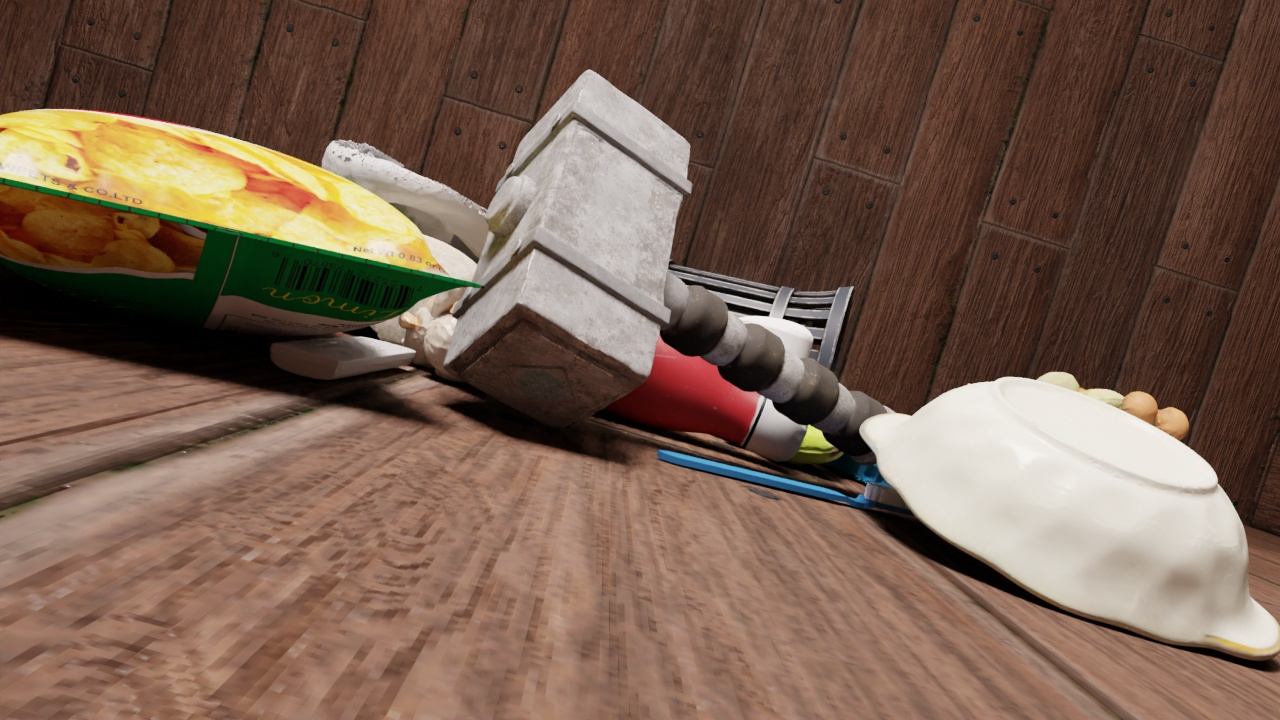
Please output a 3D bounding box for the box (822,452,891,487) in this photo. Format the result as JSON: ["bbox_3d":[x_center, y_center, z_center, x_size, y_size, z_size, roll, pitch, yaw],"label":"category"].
[{"bbox_3d":[0.215,0.092,0.632,0.093,0.052,0.232,-2,10,-23],"label":"box"}]

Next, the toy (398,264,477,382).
[{"bbox_3d":[-0.098,-0.014,0.548,0.106,0.074,0.085,-5,-42,31],"label":"toy"}]

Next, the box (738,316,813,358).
[{"bbox_3d":[0.081,0.001,0.861,0.150,0.106,0.080,15,1,-16],"label":"box"}]

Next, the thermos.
[{"bbox_3d":[-0.004,0.003,0.604,0.240,0.073,0.073,23,3,4],"label":"thermos"}]

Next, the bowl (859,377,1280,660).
[{"bbox_3d":[0.221,0.059,0.467,0.219,0.060,0.188,33,25,33],"label":"bowl"}]

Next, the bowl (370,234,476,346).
[{"bbox_3d":[-0.174,-0.056,0.697,0.178,0.081,0.178,18,1,-1],"label":"bowl"}]

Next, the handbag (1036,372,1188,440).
[{"bbox_3d":[0.323,0.075,0.659,0.112,0.123,0.171,37,-3,-21],"label":"handbag"}]

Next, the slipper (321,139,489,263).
[{"bbox_3d":[-0.179,-0.121,0.775,0.112,0.074,0.246,13,-5,20],"label":"slipper"}]

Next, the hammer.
[{"bbox_3d":[0.056,-0.005,0.527,0.326,0.176,0.080,31,-41,-25],"label":"hammer"}]

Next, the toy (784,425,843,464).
[{"bbox_3d":[0.104,0.045,0.667,0.115,0.046,0.091,8,18,34],"label":"toy"}]

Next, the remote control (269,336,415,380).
[{"bbox_3d":[-0.145,-0.002,0.461,0.033,0.012,0.131,15,3,-1],"label":"remote control"}]

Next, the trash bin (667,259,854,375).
[{"bbox_3d":[0.103,-0.025,1.016,0.227,0.164,0.164,14,2,14],"label":"trash bin"}]

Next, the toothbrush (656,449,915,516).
[{"bbox_3d":[0.086,0.066,0.511,0.166,0.014,0.016,15,3,-21],"label":"toothbrush"}]

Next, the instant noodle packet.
[{"bbox_3d":[-0.208,-0.062,0.435,0.195,0.090,0.253,11,1,-30],"label":"instant noodle packet"}]
